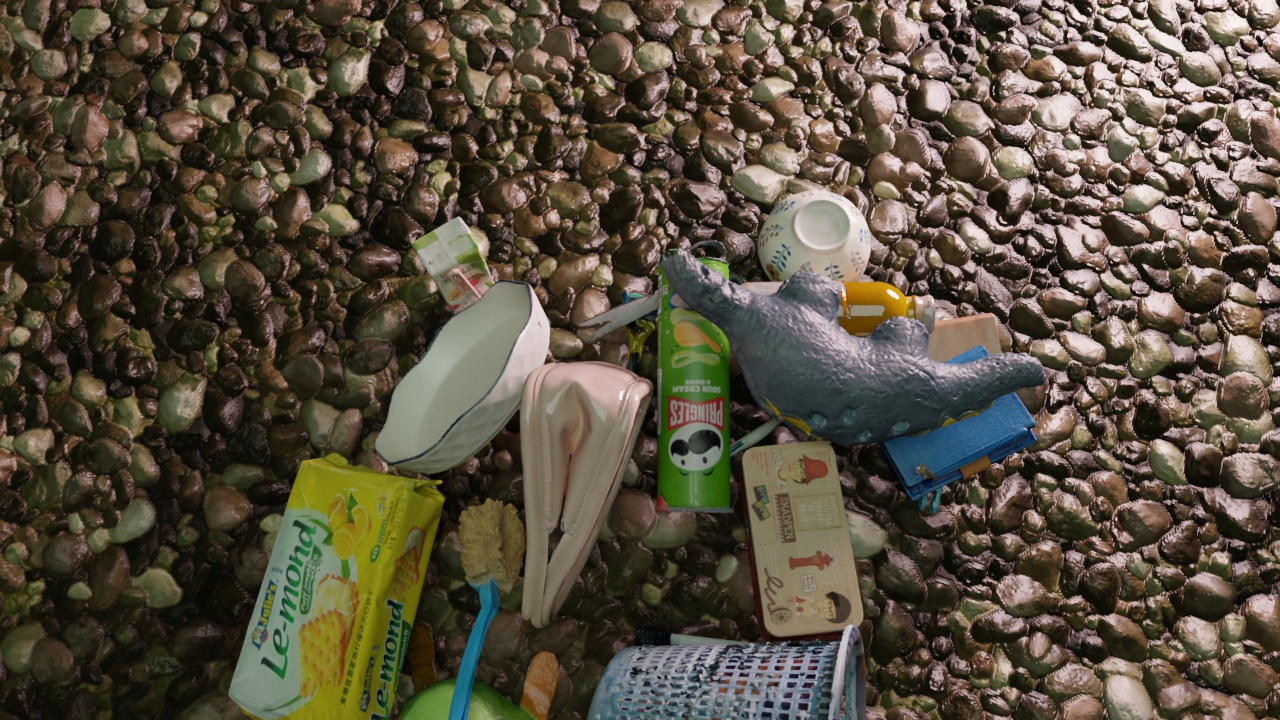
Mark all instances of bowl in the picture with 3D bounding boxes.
[{"bbox_3d":[0.176,-0.123,0.913,0.113,0.062,0.113,-1,73,3],"label":"bowl"}]

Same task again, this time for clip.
[{"bbox_3d":[0.276,0.117,0.865,0.041,0.014,0.056,13,75,5],"label":"clip"}]

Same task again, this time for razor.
[{"bbox_3d":[-0.005,0.005,0.901,0.042,0.022,0.142,9,78,-12],"label":"razor"}]

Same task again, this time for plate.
[{"bbox_3d":[-0.156,0.017,0.829,0.045,0.205,0.204,41,76,-26],"label":"plate"}]

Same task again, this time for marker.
[{"bbox_3d":[0.060,0.257,0.829,0.131,0.018,0.022,6,65,4],"label":"marker"}]

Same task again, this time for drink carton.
[{"bbox_3d":[-0.174,-0.086,0.880,0.053,0.122,0.045,-30,77,-8],"label":"drink carton"}]

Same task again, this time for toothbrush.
[{"bbox_3d":[0.156,0.047,0.888,0.191,0.016,0.018,-32,86,-8],"label":"toothbrush"}]

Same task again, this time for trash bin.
[{"bbox_3d":[0.067,0.312,0.721,0.195,0.226,0.226,2,73,20],"label":"trash bin"}]

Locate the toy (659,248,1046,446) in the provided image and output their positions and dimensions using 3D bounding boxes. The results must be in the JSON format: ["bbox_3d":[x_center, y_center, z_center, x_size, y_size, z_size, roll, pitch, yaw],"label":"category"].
[{"bbox_3d":[0.173,0.002,0.812,0.356,0.091,0.138,20,99,-3],"label":"toy"}]

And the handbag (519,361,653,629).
[{"bbox_3d":[-0.059,0.118,0.789,0.093,0.193,0.234,13,95,5],"label":"handbag"}]

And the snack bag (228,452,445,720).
[{"bbox_3d":[-0.259,0.206,0.801,0.158,0.068,0.246,3,72,35],"label":"snack bag"}]

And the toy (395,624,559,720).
[{"bbox_3d":[-0.142,0.344,0.772,0.247,0.090,0.226,29,76,14],"label":"toy"}]

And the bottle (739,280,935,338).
[{"bbox_3d":[0.182,-0.042,0.879,0.189,0.068,0.068,0,74,7],"label":"bottle"}]

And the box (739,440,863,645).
[{"bbox_3d":[0.142,0.166,0.829,0.091,0.079,0.168,-6,68,1],"label":"box"}]

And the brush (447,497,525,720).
[{"bbox_3d":[-0.138,0.228,0.776,0.046,0.083,0.254,-10,50,17],"label":"brush"}]

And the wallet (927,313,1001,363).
[{"bbox_3d":[0.303,0.015,0.892,0.101,0.020,0.115,-9,76,2],"label":"wallet"}]

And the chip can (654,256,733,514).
[{"bbox_3d":[0.049,0.024,0.853,0.072,0.072,0.236,0,81,1],"label":"chip can"}]

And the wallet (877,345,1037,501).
[{"bbox_3d":[0.287,0.058,0.856,0.133,0.040,0.106,-26,70,0],"label":"wallet"}]

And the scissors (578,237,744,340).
[{"bbox_3d":[0.027,-0.056,0.903,0.145,0.014,0.172,28,70,-5],"label":"scissors"}]
